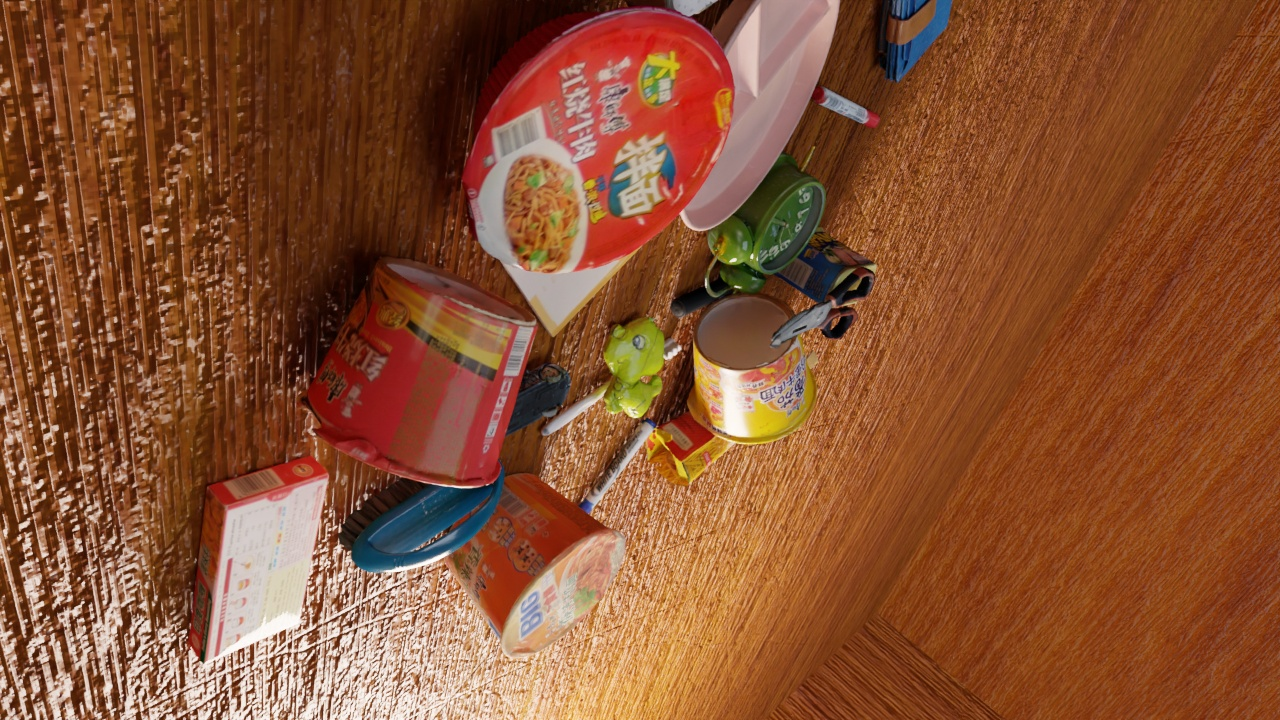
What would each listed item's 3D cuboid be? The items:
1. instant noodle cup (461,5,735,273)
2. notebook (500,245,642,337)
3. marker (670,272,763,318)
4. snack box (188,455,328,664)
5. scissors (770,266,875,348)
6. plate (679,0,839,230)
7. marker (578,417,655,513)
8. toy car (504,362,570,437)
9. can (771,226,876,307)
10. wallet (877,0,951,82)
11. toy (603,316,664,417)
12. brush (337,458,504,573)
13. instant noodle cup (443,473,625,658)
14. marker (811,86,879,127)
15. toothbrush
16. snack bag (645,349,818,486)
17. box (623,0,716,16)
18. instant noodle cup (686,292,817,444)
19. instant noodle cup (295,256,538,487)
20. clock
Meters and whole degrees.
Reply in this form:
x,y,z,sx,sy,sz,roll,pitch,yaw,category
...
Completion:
x,y,z,sx,sy,sz,roll,pitch,yaw,category
-0.036,-0.149,0.593,0.193,0.066,0.194,-26,147,-18,instant noodle cup
-0.023,-0.126,0.727,0.206,0.010,0.146,-46,152,-11,notebook
0.080,-0.075,0.937,0.131,0.020,0.022,-28,128,-39,marker
-0.273,0.143,0.654,0.076,0.027,0.156,-17,137,-48,snack box
0.181,-0.036,0.931,0.209,0.015,0.182,-49,153,-20,scissors
0.087,-0.211,0.728,0.229,0.028,0.230,-49,160,-26,plate
-0.032,0.124,1.008,0.146,0.017,0.017,-53,153,2,marker
-0.104,0.035,0.775,0.105,0.031,0.049,-26,144,-37,toy car
0.203,-0.103,1.018,0.101,0.083,0.057,-14,134,-50,can
0.269,-0.348,0.878,0.106,0.040,0.133,-48,152,-17,wallet
-0.005,0.005,0.877,0.096,0.031,0.100,16,100,-48,toy
-0.167,0.123,0.741,0.143,0.073,0.055,-32,142,-32,brush
-0.105,0.185,0.867,0.151,0.111,0.152,-37,149,-27,instant noodle cup
0.206,-0.253,0.917,0.145,0.017,0.017,-4,126,-55,marker
-0.026,0.026,0.899,0.179,0.016,0.016,-34,145,-30,toothbrush
0.103,0.058,1.063,0.207,0.073,0.129,-35,-175,-23,snack bag
0.021,-0.297,0.535,0.089,0.063,0.185,-38,148,-25,box
0.116,0.003,0.972,0.137,0.138,0.110,-41,143,-20,instant noodle cup
-0.134,0.003,0.592,0.137,0.138,0.108,11,106,-60,instant noodle cup
0.115,-0.128,0.886,0.161,0.056,0.116,-48,151,-7,clock
